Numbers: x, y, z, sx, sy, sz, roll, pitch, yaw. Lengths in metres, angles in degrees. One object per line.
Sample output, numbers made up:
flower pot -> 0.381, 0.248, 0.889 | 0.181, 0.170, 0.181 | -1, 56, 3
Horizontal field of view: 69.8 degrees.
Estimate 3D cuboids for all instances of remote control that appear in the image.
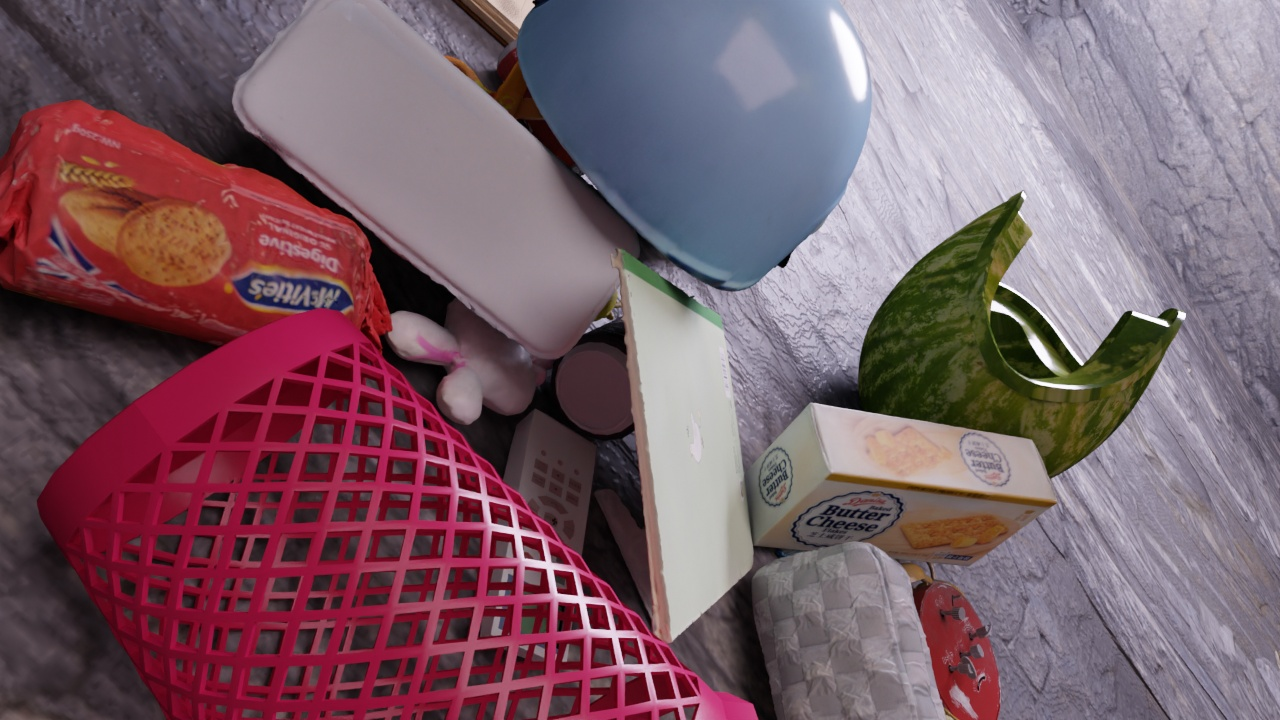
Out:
remote control -> -0.057, 0.094, 0.508 | 0.049, 0.024, 0.143 | 35, 43, -30

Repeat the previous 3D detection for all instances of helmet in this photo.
helmet -> 0.306, 0.004, 0.807 | 0.213, 0.247, 0.242 | 39, 73, 8
helmet -> 0.042, -0.168, 0.554 | 0.225, 0.167, 0.264 | 43, 31, -13

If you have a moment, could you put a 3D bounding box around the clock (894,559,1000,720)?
clock -> 0.224, 0.215, 0.706 | 0.117, 0.081, 0.158 | 30, 47, -34

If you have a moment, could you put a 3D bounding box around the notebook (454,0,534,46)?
notebook -> -0.042, -0.271, 0.756 | 0.225, 0.024, 0.167 | 37, 45, -28

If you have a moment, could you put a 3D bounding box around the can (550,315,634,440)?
can -> -0.004, 0.003, 0.582 | 0.064, 0.064, 0.127 | 60, 25, -1

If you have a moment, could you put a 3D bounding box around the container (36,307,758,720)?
container -> -0.097, 0.107, 0.349 | 0.226, 0.184, 0.182 | 51, 38, 0

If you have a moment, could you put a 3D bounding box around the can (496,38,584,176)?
can -> -0.059, -0.182, 0.656 | 0.053, 0.054, 0.096 | -29, 90, -52

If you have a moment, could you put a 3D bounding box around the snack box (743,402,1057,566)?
snack box -> 0.187, 0.095, 0.669 | 0.207, 0.104, 0.057 | 10, 48, -24

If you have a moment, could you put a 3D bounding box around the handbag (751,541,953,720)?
handbag -> 0.143, 0.209, 0.598 | 0.123, 0.113, 0.171 | 26, 49, -49

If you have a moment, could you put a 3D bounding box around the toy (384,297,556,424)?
toy -> -0.088, -0.003, 0.523 | 0.076, 0.037, 0.125 | 57, 28, 6

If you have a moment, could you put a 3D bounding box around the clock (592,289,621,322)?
clock -> -0.049, -0.071, 0.595 | 0.118, 0.057, 0.083 | 24, 50, -38

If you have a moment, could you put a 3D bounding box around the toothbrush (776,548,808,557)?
toothbrush -> 0.151, 0.146, 0.719 | 0.134, 0.017, 0.021 | 10, 62, -45

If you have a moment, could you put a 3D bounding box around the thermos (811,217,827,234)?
thermos -> 0.082, -0.135, 0.777 | 0.229, 0.068, 0.068 | -10, 75, -52

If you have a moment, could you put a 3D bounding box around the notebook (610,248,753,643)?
notebook -> 0.034, 0.046, 0.534 | 0.252, 0.010, 0.182 | 15, 68, -74

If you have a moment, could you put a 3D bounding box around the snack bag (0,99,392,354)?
snack bag -> -0.191, -0.049, 0.404 | 0.176, 0.083, 0.082 | 19, 54, -42

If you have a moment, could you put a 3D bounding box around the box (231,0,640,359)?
box -> -0.103, -0.099, 0.507 | 0.216, 0.110, 0.107 | 41, 83, -18

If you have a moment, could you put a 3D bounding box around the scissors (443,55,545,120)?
scissors -> -0.091, -0.163, 0.606 | 0.125, 0.011, 0.129 | 0, 80, -20

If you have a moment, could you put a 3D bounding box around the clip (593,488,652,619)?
clip -> 0.012, 0.120, 0.577 | 0.054, 0.038, 0.101 | -21, 84, -28
